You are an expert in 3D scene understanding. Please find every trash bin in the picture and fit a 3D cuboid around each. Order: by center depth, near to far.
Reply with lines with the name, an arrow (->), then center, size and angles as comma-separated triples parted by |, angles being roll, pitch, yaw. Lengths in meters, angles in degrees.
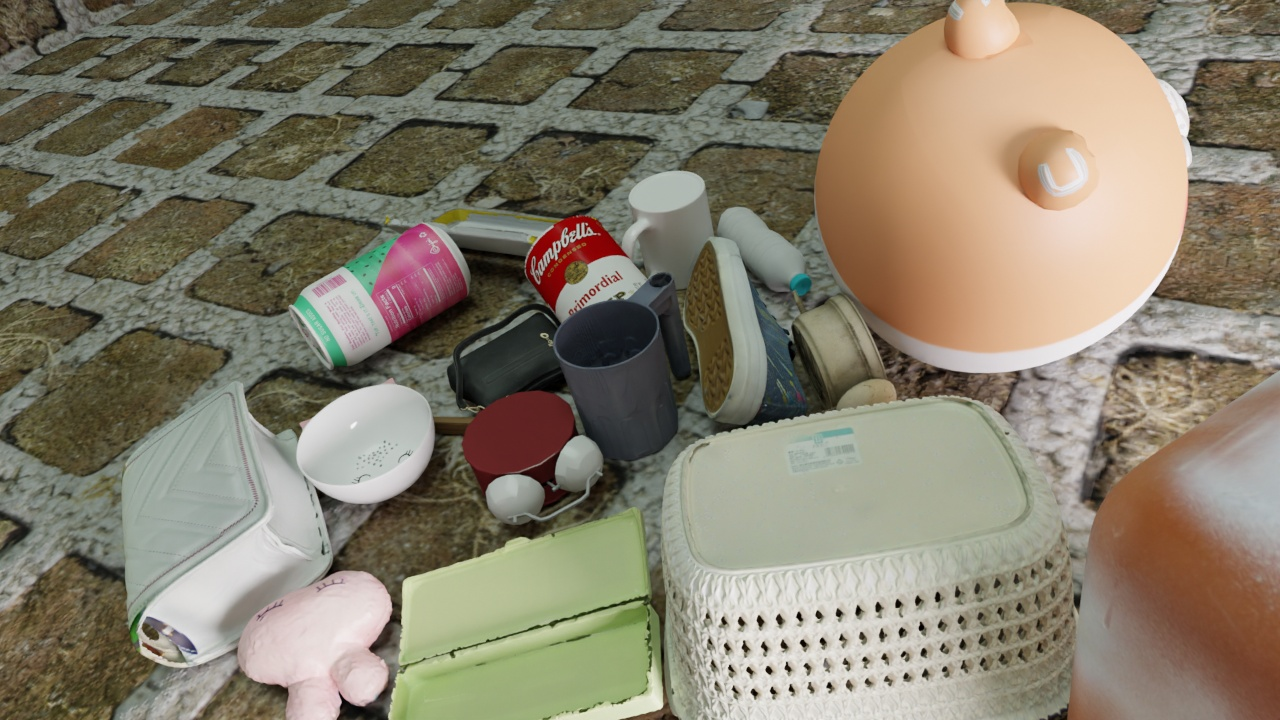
trash bin -> 0.292, 0.135, 0.374 | 0.181, 0.260, 0.157 | -28, 39, -14

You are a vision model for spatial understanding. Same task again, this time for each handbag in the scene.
handbag -> -0.332, 0.126, 0.720 | 0.142, 0.096, 0.198 | -36, 43, -3
handbag -> -0.111, 0.005, 0.819 | 0.128, 0.054, 0.079 | -32, 46, -23

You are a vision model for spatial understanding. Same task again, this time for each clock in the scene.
clock -> 0.155, 0.012, 0.700 | 0.054, 0.093, 0.140 | -22, 45, 2
clock -> -0.087, 0.078, 0.728 | 0.096, 0.048, 0.137 | -28, 41, -14

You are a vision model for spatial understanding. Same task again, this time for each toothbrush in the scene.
toothbrush -> -0.210, 0.057, 0.818 | 0.167, 0.016, 0.016 | 0, 41, 19

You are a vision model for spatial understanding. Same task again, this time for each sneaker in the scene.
sneaker -> 0.091, -0.029, 0.780 | 0.079, 0.088, 0.235 | 14, 33, -14

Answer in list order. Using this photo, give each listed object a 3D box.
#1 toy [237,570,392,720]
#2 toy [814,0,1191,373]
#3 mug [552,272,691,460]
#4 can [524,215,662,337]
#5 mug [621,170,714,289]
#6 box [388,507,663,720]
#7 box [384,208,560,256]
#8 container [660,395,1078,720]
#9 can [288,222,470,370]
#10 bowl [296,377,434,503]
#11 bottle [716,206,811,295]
toy -> -0.218, 0.200, 0.631 | 0.108, 0.053, 0.105 | -26, 56, -15
toy -> 0.263, -0.131, 0.675 | 0.266, 0.280, 0.262 | -22, 70, 9
mug -> -0.004, 0.004, 0.744 | 0.084, 0.104, 0.123 | 18, 50, 34
can -> -0.038, -0.060, 0.820 | 0.086, 0.087, 0.116 | -29, 60, -16
mug -> 0.022, -0.116, 0.887 | 0.074, 0.091, 0.110 | 21, 52, 36
box -> -0.077, 0.178, 0.593 | 0.187, 0.030, 0.138 | -21, 43, 14
box -> -0.164, -0.138, 0.997 | 0.210, 0.045, 0.127 | 12, 15, 29
container -> 0.125, 0.120, 0.536 | 0.252, 0.143, 0.184 | -10, 31, 6
can -> -0.258, -0.065, 0.920 | 0.165, 0.088, 0.088 | -35, 43, -22
bowl -> -0.223, 0.077, 0.769 | 0.115, 0.051, 0.114 | -7, 42, 6
bottle -> 0.120, -0.102, 0.877 | 0.044, 0.044, 0.136 | -24, 40, -11
